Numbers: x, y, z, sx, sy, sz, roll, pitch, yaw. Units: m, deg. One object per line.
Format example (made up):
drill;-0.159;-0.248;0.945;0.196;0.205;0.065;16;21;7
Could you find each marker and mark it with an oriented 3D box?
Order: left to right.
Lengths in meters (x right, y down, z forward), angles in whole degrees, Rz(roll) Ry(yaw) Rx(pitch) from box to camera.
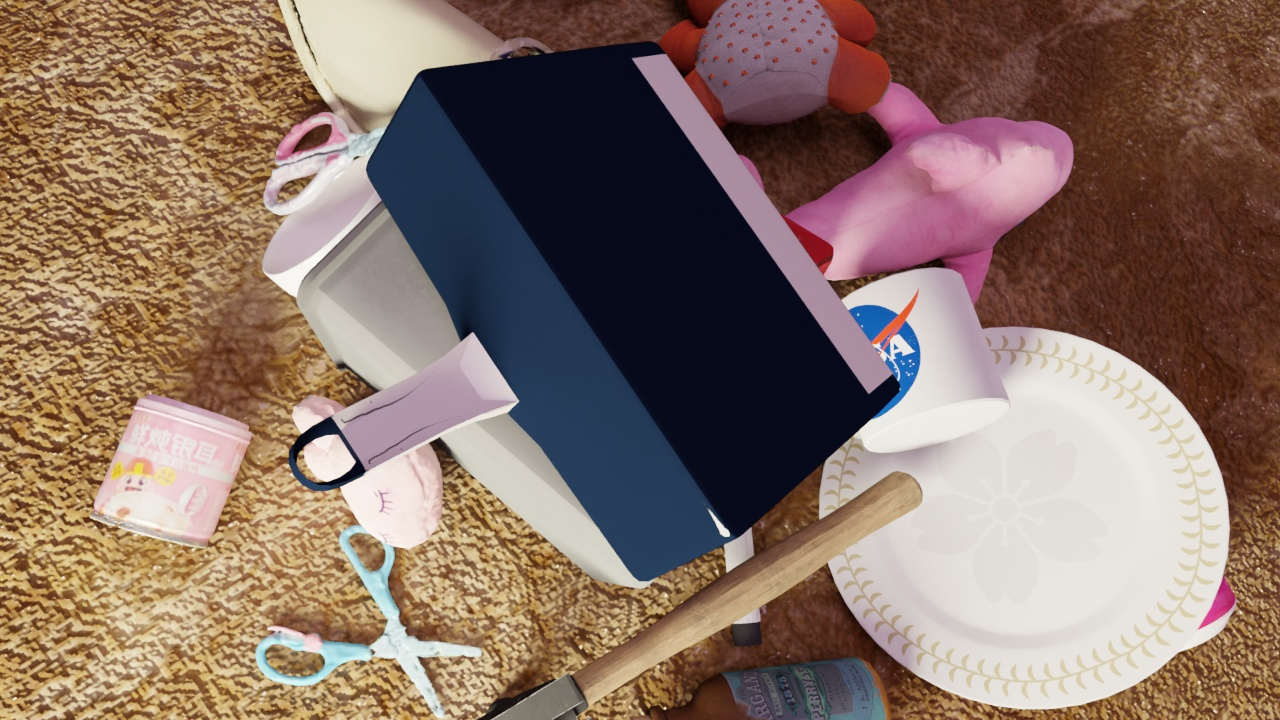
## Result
marker;0.065;0.116;0.618;0.019;0.019;0.145;-2;78;-10

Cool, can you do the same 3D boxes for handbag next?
handbag;-0.106;-0.182;0.583;0.229;0.184;0.131;33;70;16

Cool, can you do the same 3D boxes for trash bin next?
trash bin;-0.070;0.023;0.529;0.220;0.192;0.097;41;74;-1

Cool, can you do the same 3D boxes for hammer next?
hammer;0.046;0.148;0.551;0.305;0.132;0.040;-27;82;-16

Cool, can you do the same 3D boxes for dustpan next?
dustpan;-0.030;-0.018;0.426;0.272;0.080;0.236;-29;82;-47

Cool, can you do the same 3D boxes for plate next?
plate;0.237;0.097;0.595;0.243;0.016;0.242;-7;72;24

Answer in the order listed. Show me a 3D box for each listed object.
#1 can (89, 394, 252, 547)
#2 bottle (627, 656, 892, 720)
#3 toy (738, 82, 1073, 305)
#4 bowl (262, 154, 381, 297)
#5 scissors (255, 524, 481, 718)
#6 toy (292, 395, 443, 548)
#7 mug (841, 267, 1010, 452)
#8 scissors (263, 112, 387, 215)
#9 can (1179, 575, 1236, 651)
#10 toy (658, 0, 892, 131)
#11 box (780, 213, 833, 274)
can;-0.277;0.065;0.546;0.067;0.067;0.076;18;76;-6
bottle;0.071;0.227;0.569;0.157;0.068;0.067;-3;78;-11
toy;0.191;-0.115;0.637;0.265;0.128;0.186;-22;88;-3
bowl;-0.182;-0.077;0.583;0.054;0.105;0.104;47;70;-35
scissors;-0.165;0.160;0.575;0.136;0.015;0.125;8;77;-14
toy;-0.164;0.064;0.554;0.105;0.108;0.053;29;53;20
mug;0.168;0.008;0.600;0.091;0.122;0.090;1;65;-32
scissors;-0.181;-0.130;0.574;0.174;0.017;0.076;-1;68;36
can;0.324;0.111;0.628;0.088;0.088;0.166;-24;82;-14
toy;0.088;-0.240;0.660;0.164;0.093;0.172;-9;66;15
box;0.027;-0.052;0.576;0.129;0.087;0.158;34;33;19
